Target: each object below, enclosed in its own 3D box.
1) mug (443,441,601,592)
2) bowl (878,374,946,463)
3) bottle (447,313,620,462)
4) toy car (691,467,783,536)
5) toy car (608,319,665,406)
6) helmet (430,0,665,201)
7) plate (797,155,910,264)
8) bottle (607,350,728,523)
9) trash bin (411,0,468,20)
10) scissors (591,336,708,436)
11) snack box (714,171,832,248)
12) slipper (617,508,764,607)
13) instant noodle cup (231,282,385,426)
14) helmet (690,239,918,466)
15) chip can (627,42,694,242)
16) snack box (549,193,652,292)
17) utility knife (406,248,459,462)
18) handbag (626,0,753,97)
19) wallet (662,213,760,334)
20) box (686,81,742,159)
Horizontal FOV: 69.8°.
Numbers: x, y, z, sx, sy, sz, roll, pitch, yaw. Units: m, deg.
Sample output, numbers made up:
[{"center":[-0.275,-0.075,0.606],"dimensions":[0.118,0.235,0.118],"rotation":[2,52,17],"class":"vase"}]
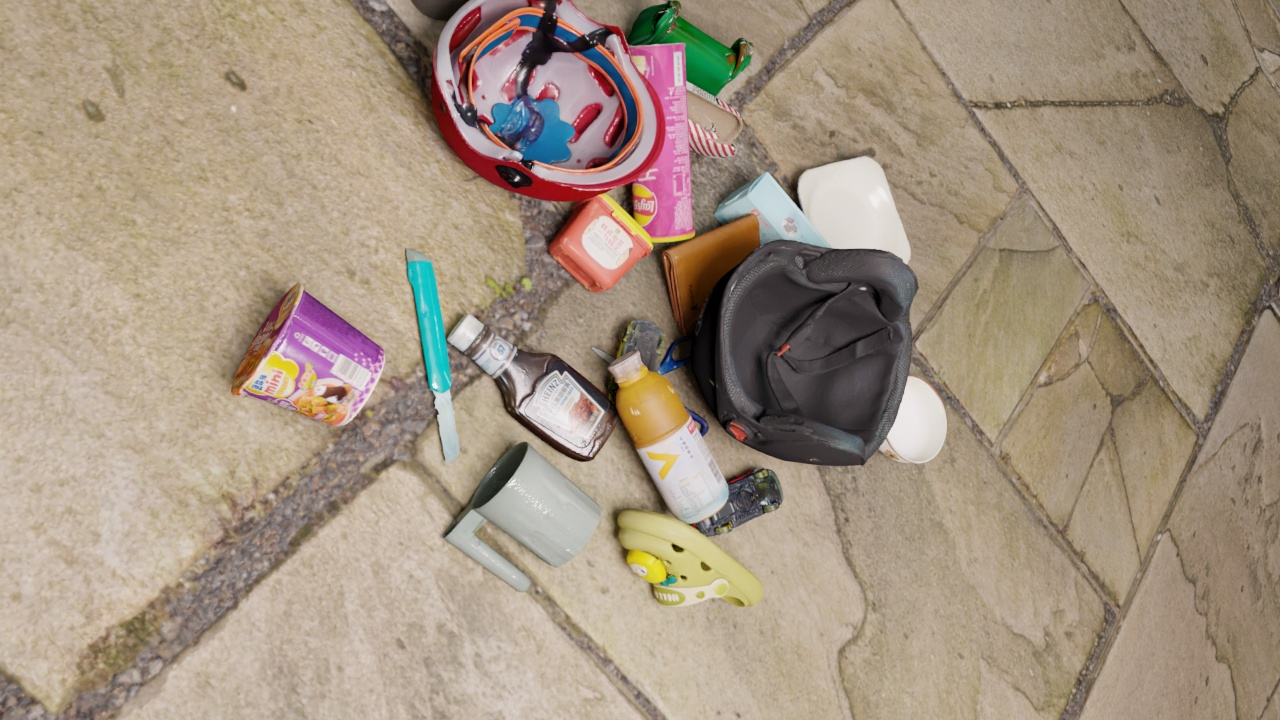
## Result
[{"center":[-0.116,0.159,0.911],"dimensions":[0.103,0.083,0.124],"rotation":[42,90,-17],"class":"mug"},{"center":[0.331,0.077,1.179],"dimensions":[0.113,0.062,0.113],"rotation":[5,79,-27],"class":"bowl"},{"center":[-0.113,0.025,0.953],"dimensions":[0.195,0.044,0.079],"rotation":[39,68,-16],"class":"bottle"},{"center":[0.107,0.161,1.046],"dimensions":[0.120,0.045,0.053],"rotation":[-17,90,-25],"class":"toy car"},{"center":[-0.006,0.006,1.010],"dimensions":[0.048,0.032,0.105],"rotation":[20,74,-19],"class":"toy car"},{"center":[-0.104,-0.256,0.953],"dimensions":[0.240,0.144,0.206],"rotation":[36,67,-13],"class":"helmet"},{"center":[0.276,-0.182,1.216],"dimensions":[0.164,0.034,0.163],"rotation":[-19,89,-31],"class":"plate"},{"center":[0.026,0.079,0.964],"dimensions":[0.067,0.068,0.189],"rotation":[-34,101,-30],"class":"bottle"},{"center":[-0.146,-0.468,0.932],"dimensions":[0.198,0.220,0.199],"rotation":[-9,85,-31],"class":"trash bin"},{"center":[0.020,0.027,1.045],"dimensions":[0.175,0.012,0.162],"rotation":[-41,100,-27],"class":"scissors"},{"center":[0.176,-0.143,1.129],"dimensions":[0.175,0.074,0.051],"rotation":[46,63,-13],"class":"snack box"},{"center":[0.049,0.227,0.977],"dimensions":[0.190,0.092,0.081],"rotation":[36,67,-22],"class":"slipper"},{"center":[-0.294,0.002,0.826],"dimensions":[0.099,0.112,0.111],"rotation":[34,65,-30],"class":"instant noodle cup"},{"center":[0.167,-0.006,1.005],"dimensions":[0.274,0.231,0.233],"rotation":[29,71,-23],"class":"helmet"},{"center":[0.020,-0.241,1.020],"dimensions":[0.071,0.071,0.211],"rotation":[-15,110,-31],"class":"chip can"},{"center":[-0.046,-0.126,1.001],"dimensions":[0.091,0.082,0.080],"rotation":[43,73,-15],"class":"snack box"},{"center":[-0.208,-0.006,0.923],"dimensions":[0.029,0.013,0.221],"rotation":[-6,81,-31],"class":"utility knife"},{"center":[0.055,-0.367,1.082],"dimensions":[0.131,0.120,0.068],"rotation":[24,75,-25],"class":"handbag"},{"center":[0.090,-0.097,1.081],"dimensions":[0.130,0.035,0.119],"rotation":[-27,118,-26],"class":"wallet"},{"center":[0.048,-0.301,1.097],"dimensions":[0.163,0.075,0.081],"rotation":[19,83,-21],"class":"box"}]
